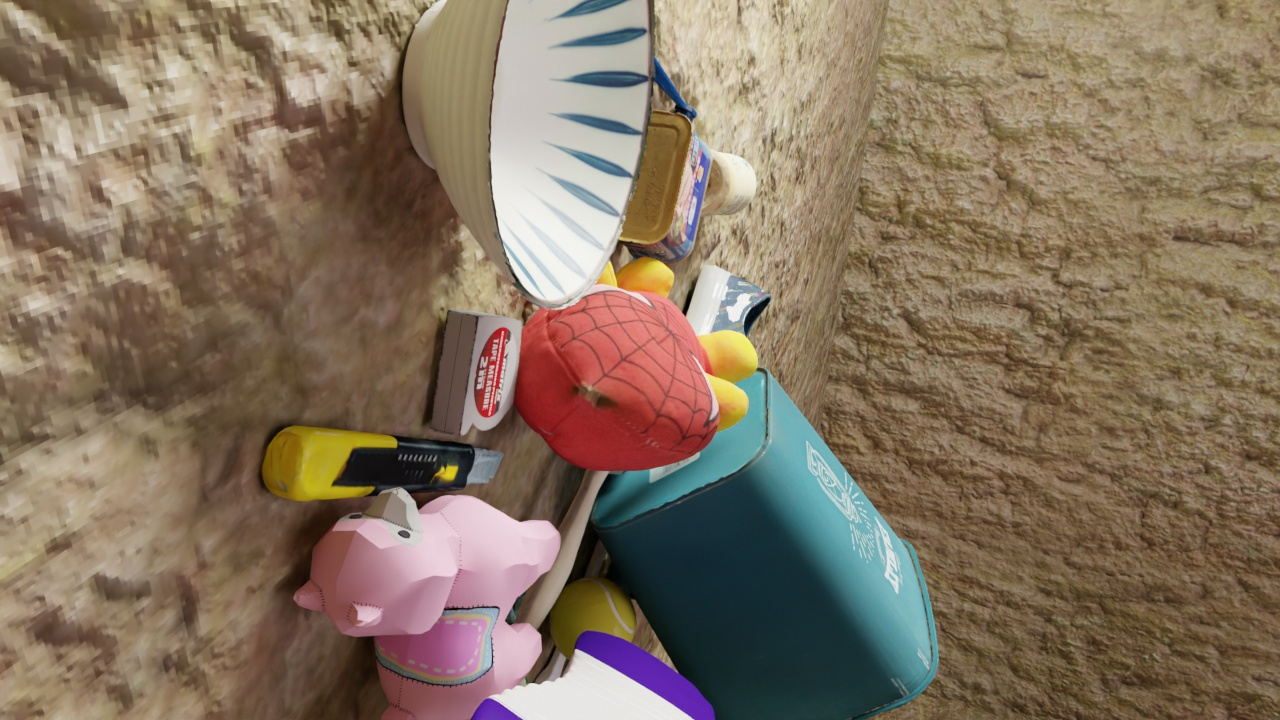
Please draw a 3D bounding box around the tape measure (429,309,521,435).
[{"bbox_3d":[-0.084,0.005,0.471,0.062,0.020,0.060,-9,110,-74],"label":"tape measure"}]

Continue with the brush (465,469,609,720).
[{"bbox_3d":[-0.057,0.142,0.579,0.077,0.062,0.271,67,37,-53],"label":"brush"}]

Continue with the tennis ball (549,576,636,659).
[{"bbox_3d":[-0.036,0.195,0.688,0.065,0.065,0.065,12,89,-74],"label":"tennis ball"}]

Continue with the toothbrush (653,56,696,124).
[{"bbox_3d":[0.013,-0.202,0.669,0.189,0.016,0.017,8,100,-74],"label":"toothbrush"}]

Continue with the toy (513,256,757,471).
[{"bbox_3d":[-0.003,0.003,0.573,0.099,0.147,0.215,-57,173,20],"label":"toy"}]

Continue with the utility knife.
[{"bbox_3d":[-0.106,0.049,0.434,0.203,0.020,0.028,23,81,-75],"label":"utility knife"}]

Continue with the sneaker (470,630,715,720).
[{"bbox_3d":[-0.037,0.220,0.474,0.111,0.092,0.244,-61,161,3],"label":"sneaker"}]

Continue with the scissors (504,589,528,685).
[{"bbox_3d":[-0.085,0.193,0.617,0.125,0.011,0.132,-53,150,-54],"label":"scissors"}]

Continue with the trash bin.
[{"bbox_3d":[0.088,0.147,0.723,0.218,0.199,0.196,56,20,-19],"label":"trash bin"}]

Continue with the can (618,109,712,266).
[{"bbox_3d":[0.013,-0.124,0.657,0.059,0.054,0.099,28,74,-71],"label":"can"}]

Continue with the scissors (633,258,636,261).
[{"bbox_3d":[0.013,-0.071,0.769,0.127,0.014,0.134,-58,151,-60],"label":"scissors"}]

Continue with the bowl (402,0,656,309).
[{"bbox_3d":[-0.054,-0.115,0.399,0.177,0.071,0.177,13,89,-74],"label":"bowl"}]

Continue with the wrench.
[{"bbox_3d":[-0.040,0.175,0.763,0.047,0.009,0.272,80,26,-52],"label":"wrench"}]

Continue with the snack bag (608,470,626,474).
[{"bbox_3d":[-0.008,0.023,0.716,0.115,0.036,0.077,-60,157,-48],"label":"snack bag"}]

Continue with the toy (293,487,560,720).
[{"bbox_3d":[-0.096,0.114,0.429,0.157,0.067,0.123,1,103,-69],"label":"toy"}]

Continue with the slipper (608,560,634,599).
[{"bbox_3d":[0.017,0.177,0.867,0.213,0.059,0.103,31,71,-77],"label":"slipper"}]

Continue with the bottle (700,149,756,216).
[{"bbox_3d":[0.069,-0.157,0.816,0.161,0.056,0.056,-28,128,-70],"label":"bottle"}]

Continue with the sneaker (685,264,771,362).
[{"bbox_3d":[0.070,0.015,0.888,0.087,0.079,0.235,79,27,-66],"label":"sneaker"}]
